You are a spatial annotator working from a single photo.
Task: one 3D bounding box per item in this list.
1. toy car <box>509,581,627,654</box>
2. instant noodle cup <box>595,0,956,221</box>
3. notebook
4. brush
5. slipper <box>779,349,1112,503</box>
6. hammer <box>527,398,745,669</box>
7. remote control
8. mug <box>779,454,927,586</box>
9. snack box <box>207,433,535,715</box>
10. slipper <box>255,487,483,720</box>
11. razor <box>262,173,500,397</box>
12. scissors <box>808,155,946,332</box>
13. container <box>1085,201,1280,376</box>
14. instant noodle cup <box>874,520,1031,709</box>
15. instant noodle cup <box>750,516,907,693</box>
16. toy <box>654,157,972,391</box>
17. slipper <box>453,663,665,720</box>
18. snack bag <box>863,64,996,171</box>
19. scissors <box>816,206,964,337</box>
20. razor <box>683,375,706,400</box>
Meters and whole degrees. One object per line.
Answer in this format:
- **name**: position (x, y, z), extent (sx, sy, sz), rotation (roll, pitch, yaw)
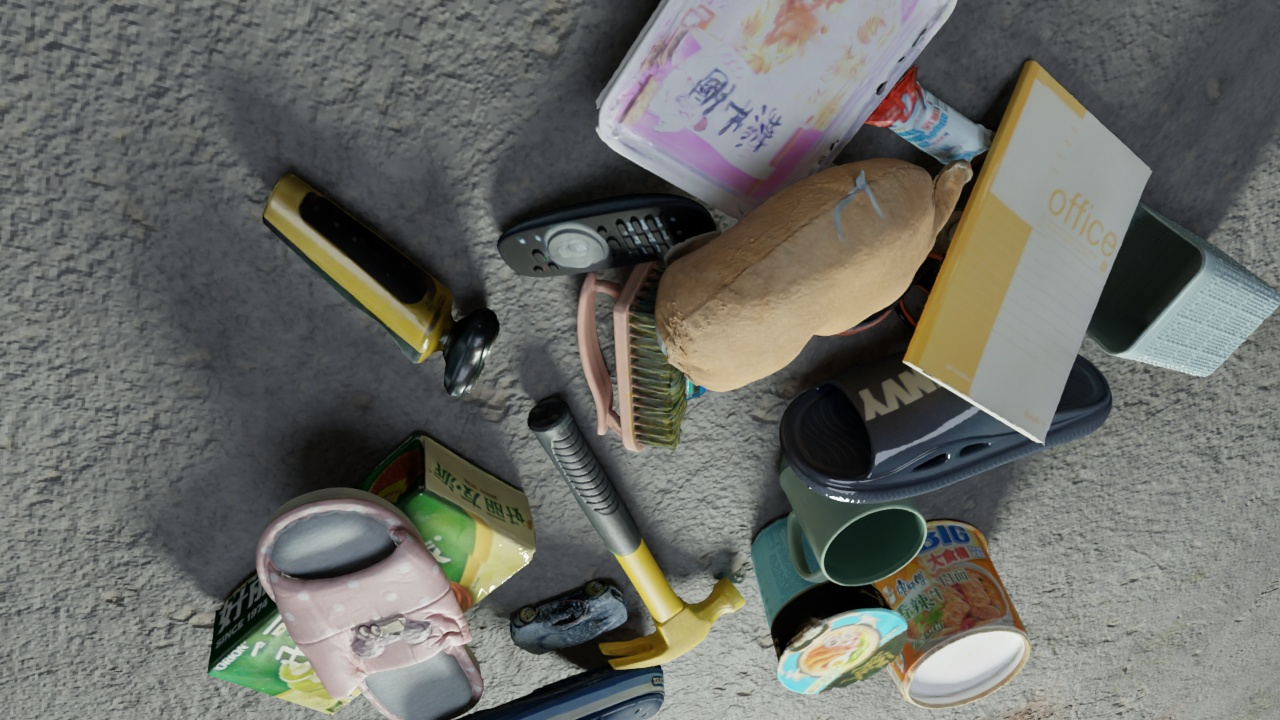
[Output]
- **toy car**: position (-0.062, 0.227, 0.796), extent (0.105, 0.031, 0.049), rotation (-21, 129, 3)
- **instant noodle cup**: position (0.067, -0.173, 0.495), extent (0.138, 0.060, 0.174), rotation (23, 120, -30)
- **notebook**: position (0.256, -0.065, 0.595), extent (0.145, 0.010, 0.206), rotation (26, 85, -29)
- **brush**: position (-0.004, 0.004, 0.620), extent (0.073, 0.063, 0.146), rotation (10, 132, 13)
- **slipper**: position (0.225, 0.021, 0.661), extent (0.267, 0.110, 0.083), rotation (-11, 134, -15)
- **hammer**: position (-0.013, 0.145, 0.732), extent (0.128, 0.033, 0.301), rotation (-35, 127, -11)
- **remote control**: position (-0.021, -0.077, 0.551), extent (0.137, 0.024, 0.053), rotation (-7, 147, 20)
- **mug**: position (0.152, 0.117, 0.715), extent (0.082, 0.106, 0.112), rotation (19, 118, -28)
- **snack box**: position (-0.201, 0.166, 0.688), extent (0.240, 0.063, 0.114), rotation (-39, 128, 16)
- **slipper**: position (-0.177, 0.190, 0.636), extent (0.114, 0.054, 0.275), rotation (-15, 132, -4)
- **razor**: position (-0.149, -0.046, 0.543), extent (0.068, 0.062, 0.167), rotation (-16, 133, 41)
- **scissors**: position (0.162, -0.073, 0.624), extent (0.234, 0.021, 0.125), rotation (13, 124, -24)
- **container**: position (0.380, -0.049, 0.663), extent (0.111, 0.089, 0.090), rotation (13, 123, -28)
- **instant noodle cup**: position (0.275, 0.239, 0.844), extent (0.151, 0.111, 0.152), rotation (-7, 129, -9)
- **instant noodle cup**: position (0.147, 0.195, 0.769), extent (0.111, 0.120, 0.111), rotation (-8, 130, -10)
- **toy**: position (0.111, -0.061, 0.520), extent (0.226, 0.082, 0.143), rotation (-28, 167, -8)
- **slipper**: position (-0.066, 0.318, 0.774), extent (0.252, 0.095, 0.105), rotation (2, 157, -46)
- **snack bag**: position (0.183, -0.145, 0.571), extent (0.104, 0.026, 0.048), rotation (26, 129, -30)
- **scissors**: position (0.190, -0.075, 0.608), extent (0.197, 0.015, 0.214), rotation (31, 104, -29)
- **razor**: position (0.083, -0.023, 0.621), extent (0.142, 0.022, 0.043), rotation (-28, 144, -21)
